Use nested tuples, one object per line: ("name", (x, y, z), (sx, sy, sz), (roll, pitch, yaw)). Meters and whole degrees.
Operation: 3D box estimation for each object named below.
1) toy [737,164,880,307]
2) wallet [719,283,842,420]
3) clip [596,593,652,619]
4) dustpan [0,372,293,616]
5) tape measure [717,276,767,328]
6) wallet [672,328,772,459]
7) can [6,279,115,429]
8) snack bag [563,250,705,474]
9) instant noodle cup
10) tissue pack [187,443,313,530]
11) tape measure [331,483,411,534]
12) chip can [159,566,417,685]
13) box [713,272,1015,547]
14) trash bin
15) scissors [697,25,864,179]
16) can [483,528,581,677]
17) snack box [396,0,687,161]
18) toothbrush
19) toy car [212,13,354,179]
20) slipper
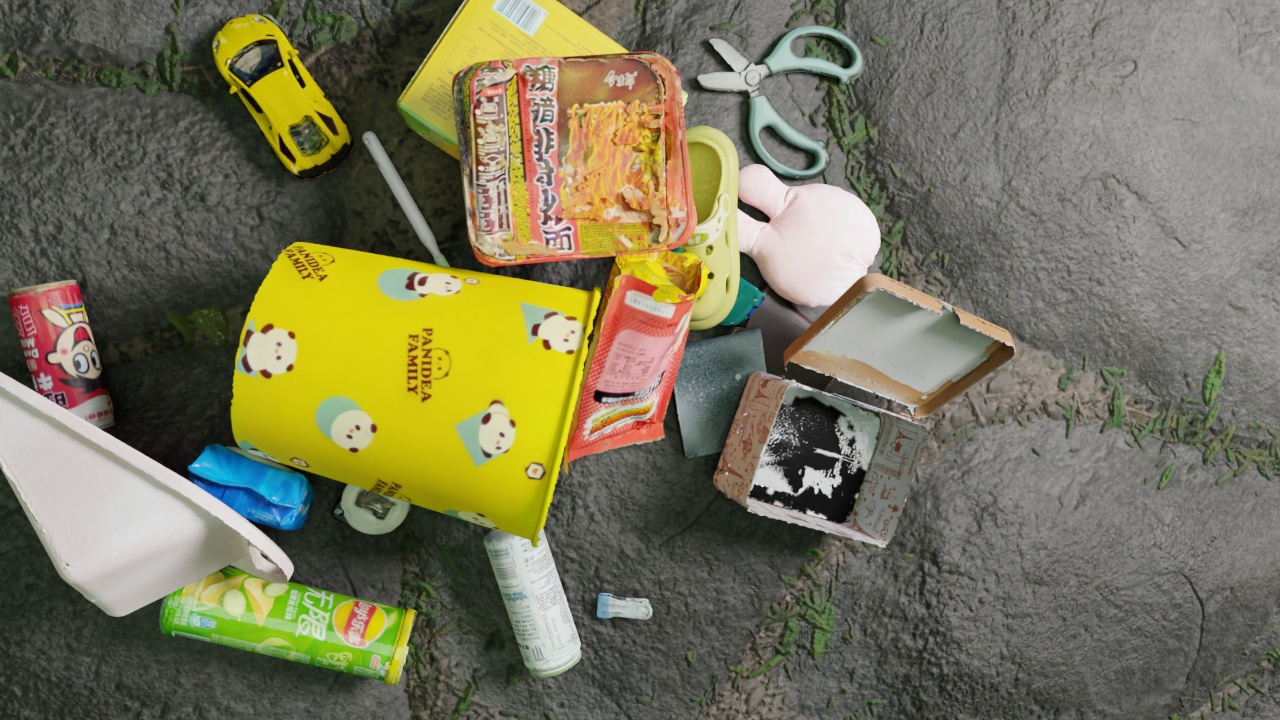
("toy", (0.152, -0.125, 0.896), (0.159, 0.054, 0.121), (30, 88, -2))
("wallet", (0.141, -0.004, 0.926), (0.122, 0.020, 0.096), (39, 94, -12))
("clip", (-0.016, 0.251, 0.929), (0.057, 0.029, 0.025), (6, 93, -3))
("dustpan", (-0.412, 0.095, 0.746), (0.138, 0.223, 0.273), (-30, 80, -27))
("tape measure", (0.086, -0.060, 0.896), (0.058, 0.025, 0.054), (37, 93, 19))
("wallet", (0.081, 0.035, 0.911), (0.097, 0.019, 0.121), (-11, 107, -2))
("can", (-0.506, -0.001, 0.804), (0.053, 0.053, 0.133), (-13, 98, -8))
("snack bag", (-0.005, 0.005, 0.830), (0.128, 0.073, 0.208), (-18, 136, -40))
("instant noodle cup", (-0.054, -0.164, 0.759), (0.188, 0.079, 0.164), (-5, 93, -6))
("tissue pack", (-0.335, 0.110, 0.796), (0.095, 0.157, 0.052), (22, 75, -11))
("tape measure", (-0.250, 0.130, 0.870), (0.066, 0.033, 0.066), (26, 93, -11))
("chip can", (-0.325, 0.242, 0.851), (0.221, 0.072, 0.072), (17, 93, -11))
("box", (0.204, 0.047, 0.870), (0.178, 0.124, 0.274), (18, 115, -23))
("trash bin", (-0.183, 0.019, 0.781), (0.255, 0.229, 0.229), (13, 94, -5))
("scissors", (0.140, -0.248, 0.898), (0.172, 0.019, 0.179), (-7, 98, -10))
("can", (-0.104, 0.229, 0.892), (0.058, 0.058, 0.147), (-18, 99, -7))
("snack box", (-0.087, -0.226, 0.828), (0.210, 0.070, 0.157), (33, 87, -8))
("toothbrush", (-0.205, -0.129, 0.856), (0.029, 0.021, 0.189), (-25, 100, 27))
("toy car", (-0.320, -0.234, 0.815), (0.071, 0.041, 0.156), (-32, 99, -5))
("slipper", (0.042, -0.123, 0.852), (0.092, 0.081, 0.190), (7, 98, 26))
